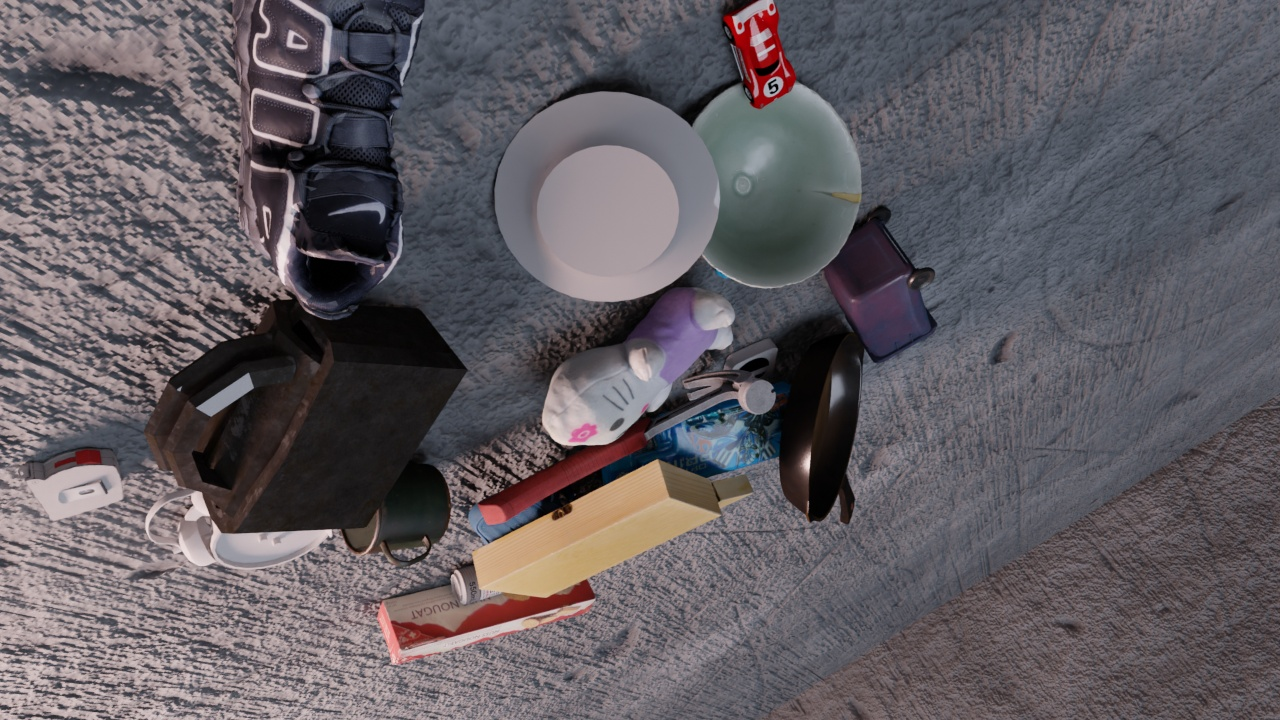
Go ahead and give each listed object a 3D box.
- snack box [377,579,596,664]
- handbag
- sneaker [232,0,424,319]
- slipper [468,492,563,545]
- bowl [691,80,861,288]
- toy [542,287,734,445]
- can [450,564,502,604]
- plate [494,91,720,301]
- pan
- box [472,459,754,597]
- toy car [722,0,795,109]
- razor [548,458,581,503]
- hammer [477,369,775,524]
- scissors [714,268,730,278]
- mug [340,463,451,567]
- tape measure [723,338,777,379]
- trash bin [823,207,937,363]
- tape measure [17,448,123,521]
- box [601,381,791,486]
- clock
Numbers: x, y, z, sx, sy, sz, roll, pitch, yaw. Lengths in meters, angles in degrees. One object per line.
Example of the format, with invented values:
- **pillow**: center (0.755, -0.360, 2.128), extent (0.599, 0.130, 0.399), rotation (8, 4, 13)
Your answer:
- **snack box**: center (-0.190, 0.313, 1.170), extent (0.272, 0.076, 0.044), rotation (-5, 136, -34)
- **handbag**: center (-0.275, 0.043, 0.709), extent (0.199, 0.102, 0.198), rotation (7, 124, -55)
- **sneaker**: center (-0.172, -0.125, 0.525), extent (0.097, 0.150, 0.253), rotation (-4, 138, -34)
- **slipper**: center (-0.140, 0.173, 1.039), extent (0.104, 0.059, 0.214), rotation (-24, 160, 2)
- **bowl**: center (0.098, -0.147, 0.781), extent (0.174, 0.068, 0.174), rotation (-4, 99, -23)
- **toy**: center (-0.005, 0.005, 0.890), extent (0.209, 0.085, 0.138), rotation (-37, 168, -3)
- **can**: center (-0.180, 0.270, 1.148), extent (0.106, 0.044, 0.044), rotation (-11, 142, -28)
- **plate**: center (-0.025, -0.116, 0.699), extent (0.173, 0.019, 0.173), rotation (-1, 124, -2)
- **pan**: center (0.233, 0.113, 1.150), extent (0.248, 0.043, 0.356), rotation (-66, 152, -28)
- **box**: center (-0.020, 0.193, 1.052), extent (0.248, 0.076, 0.256), rotation (-28, 165, 21)
- **toy car**: center (0.092, -0.233, 0.697), extent (0.038, 0.025, 0.089), rotation (-31, 134, -1)
- **razor**: center (-0.084, 0.153, 1.085), extent (0.018, 0.043, 0.141), rotation (-10, 143, 11)
- **hammer**: center (-0.021, 0.087, 0.954), extent (0.315, 0.126, 0.036), rotation (-26, 105, -16)
- **scissors**: center (0.103, -0.132, 0.871), extent (0.073, 0.016, 0.134), rotation (-19, 141, -9)
- **mug**: center (-0.231, 0.152, 0.886), extent (0.081, 0.111, 0.085), rotation (2, 131, -43)
- **tape measure**: center (0.128, 0.007, 1.068), extent (0.065, 0.016, 0.064), rotation (-21, 146, -15)
- **trash bin**: center (0.264, -0.074, 1.002), extent (0.092, 0.093, 0.161), rotation (-31, 148, 9)
- **tape measure**: center (-0.444, 0.097, 0.724), extent (0.062, 0.020, 0.060), rotation (-16, 145, -22)
- **box**: center (0.068, 0.118, 1.100), extent (0.243, 0.075, 0.167), rotation (-14, 147, -17)
- **clock**: center (-0.351, 0.139, 0.818), extent (0.159, 0.061, 0.120), rotation (0, 136, -41)
